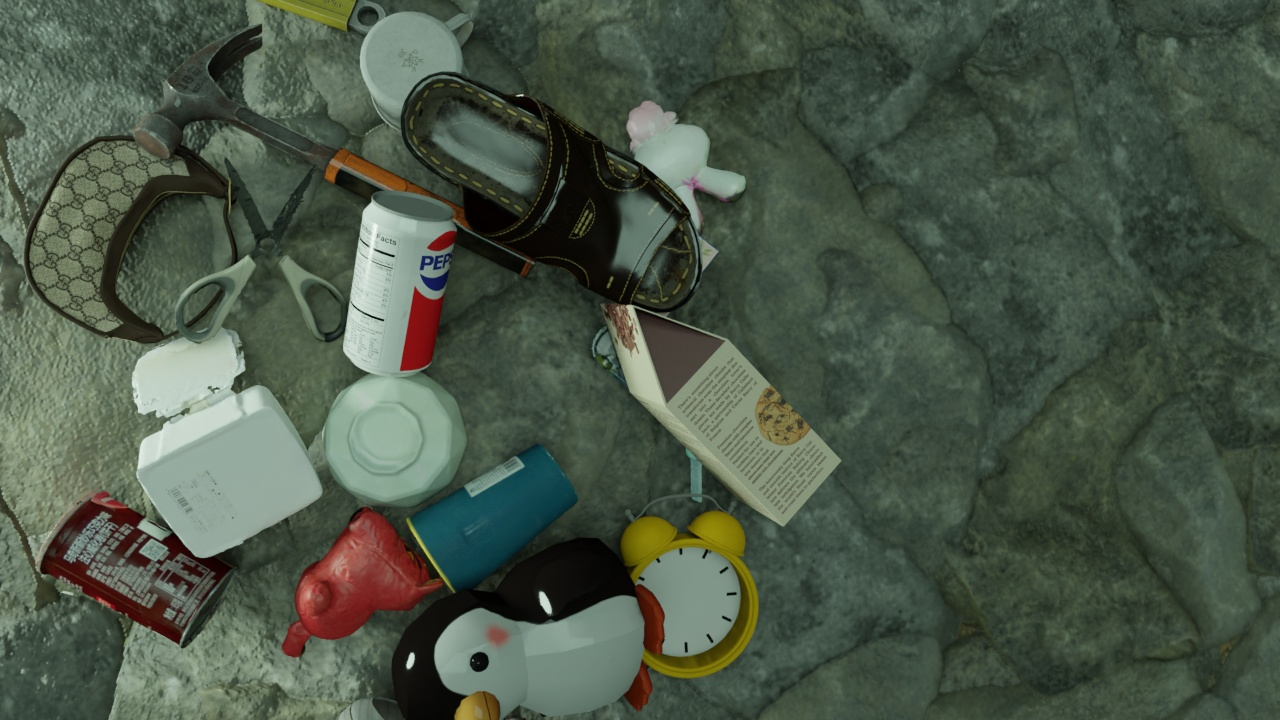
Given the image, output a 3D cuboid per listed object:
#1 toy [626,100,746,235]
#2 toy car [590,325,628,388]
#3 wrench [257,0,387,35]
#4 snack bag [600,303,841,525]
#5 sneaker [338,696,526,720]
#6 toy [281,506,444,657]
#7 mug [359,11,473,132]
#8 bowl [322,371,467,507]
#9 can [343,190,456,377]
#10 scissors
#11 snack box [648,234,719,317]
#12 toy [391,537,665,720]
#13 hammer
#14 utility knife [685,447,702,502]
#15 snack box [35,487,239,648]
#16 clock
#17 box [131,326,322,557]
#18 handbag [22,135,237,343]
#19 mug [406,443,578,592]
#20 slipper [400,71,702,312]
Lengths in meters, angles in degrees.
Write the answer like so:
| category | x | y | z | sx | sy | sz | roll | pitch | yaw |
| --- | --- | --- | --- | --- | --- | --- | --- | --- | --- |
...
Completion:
| category | x | y | z | sx | sy | sz | roll | pitch | yaw |
| --- | --- | --- | --- | --- | --- | --- | --- | --- | --- |
| toy | 0.032 | -0.169 | 0.792 | 0.079 | 0.038 | 0.122 | -36 | 92 | 4 |
| toy car | -0.005 | 0.005 | 0.779 | 0.090 | 0.027 | 0.038 | 41 | 85 | -13 |
| wrench | -0.345 | -0.321 | 0.762 | 0.273 | 0.018 | 0.083 | 18 | 84 | -6 |
| snack bag | 0.051 | 0.029 | 0.730 | 0.070 | 0.094 | 0.206 | -47 | 105 | -8 |
| sneaker | -0.114 | 0.309 | 0.713 | 0.236 | 0.099 | 0.089 | 35 | 83 | -11 |
| toy | -0.221 | 0.190 | 0.716 | 0.094 | 0.088 | 0.133 | 42 | 83 | -14 |
| mug | -0.175 | -0.246 | 0.753 | 0.084 | 0.070 | 0.113 | 35 | 84 | -4 |
| bowl | -0.200 | 0.062 | 0.734 | 0.117 | 0.061 | 0.117 | 1 | 85 | -7 |
| can | -0.187 | -0.059 | 0.715 | 0.070 | 0.070 | 0.132 | 13 | 113 | -6 |
| scissors | -0.288 | -0.071 | 0.715 | 0.171 | 0.012 | 0.157 | -47 | 128 | -2 |
| snack box | -0.020 | -0.105 | 0.772 | 0.154 | 0.033 | 0.088 | 38 | 100 | -3 |
| toy | -0.097 | 0.207 | 0.689 | 0.183 | 0.140 | 0.159 | -11 | 129 | -28 |
| hammer | -0.223 | -0.159 | 0.751 | 0.314 | 0.035 | 0.137 | 26 | 62 | -11 |
| utility knife | 0.047 | 0.052 | 0.792 | 0.022 | 0.015 | 0.141 | 0 | 89 | -14 |
| snack box | -0.380 | 0.159 | 0.700 | 0.121 | 0.072 | 0.072 | 31 | 83 | -5 |
| clock | 0.037 | 0.187 | 0.763 | 0.113 | 0.052 | 0.152 | -3 | 91 | -8 |
| box | -0.337 | 0.049 | 0.717 | 0.107 | 0.132 | 0.152 | -30 | 121 | -16 |
| handbag | -0.394 | -0.097 | 0.728 | 0.138 | 0.063 | 0.166 | 25 | 79 | -22 |
| mug | -0.115 | 0.123 | 0.737 | 0.121 | 0.078 | 0.078 | -35 | 91 | -13 |
| slipper | -0.064 | -0.128 | 0.707 | 0.268 | 0.075 | 0.113 | 33 | 99 | -10 |
